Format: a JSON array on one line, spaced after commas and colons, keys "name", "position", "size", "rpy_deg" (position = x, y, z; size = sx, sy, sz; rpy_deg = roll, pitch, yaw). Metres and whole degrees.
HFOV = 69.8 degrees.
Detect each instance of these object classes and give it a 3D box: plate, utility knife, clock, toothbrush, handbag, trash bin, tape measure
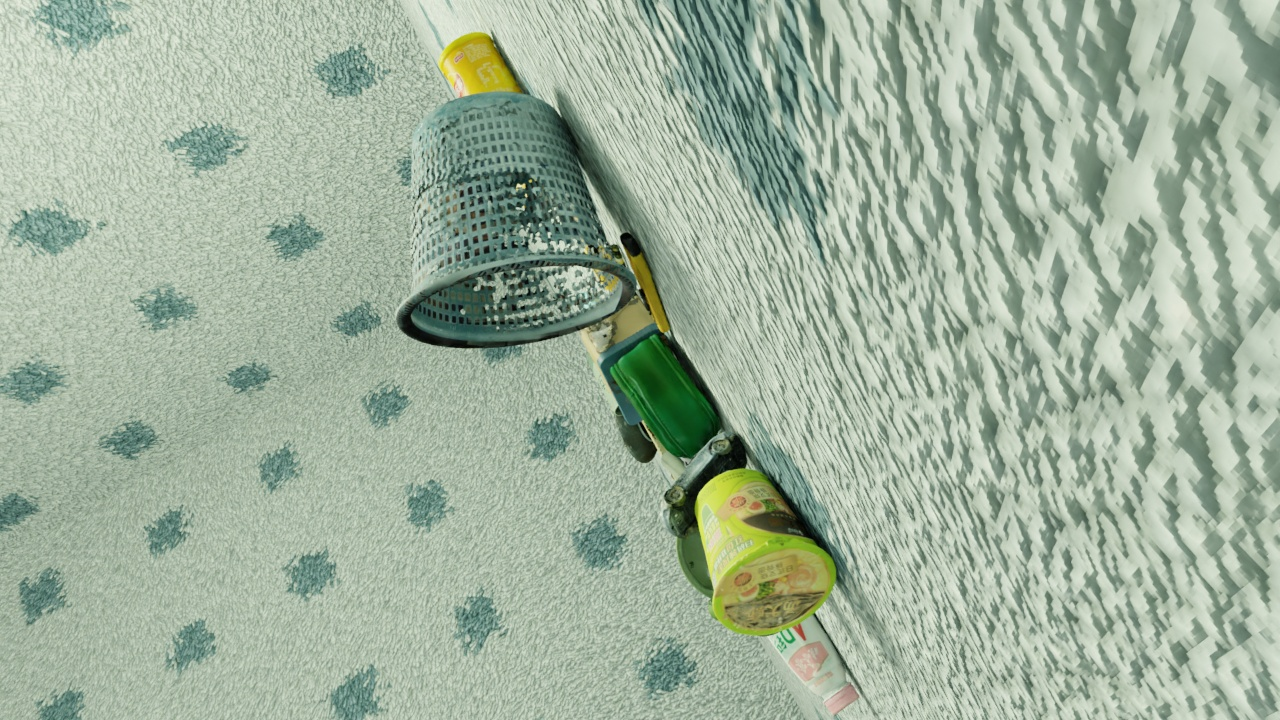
[{"name": "plate", "position": [0.002, 0.075, 1.464], "size": [0.179, 0.024, 0.179], "rpy_deg": [42, -139, -54]}, {"name": "utility knife", "position": [0.012, -0.059, 0.938], "size": [0.033, 0.015, 0.215], "rpy_deg": [59, 177, 36]}, {"name": "clock", "position": [0.106, 0.207, 0.953], "size": [0.161, 0.116, 0.056], "rpy_deg": [63, -172, 15]}, {"name": "toothbrush", "position": [-0.010, -0.072, 1.083], "size": [0.012, 0.017, 0.186], "rpy_deg": [23, 155, 28]}, {"name": "handbag", "position": [0.032, 0.046, 1.007], "size": [0.131, 0.068, 0.120], "rpy_deg": [54, 179, 32]}, {"name": "trash bin", "position": [-0.132, -0.138, 0.883], "size": [0.227, 0.226, 0.195], "rpy_deg": [78, -179, -76]}, {"name": "tape measure", "position": [-0.042, -0.115, 1.099], "size": [0.057, 0.029, 0.060], "rpy_deg": [56, 173, 39]}]

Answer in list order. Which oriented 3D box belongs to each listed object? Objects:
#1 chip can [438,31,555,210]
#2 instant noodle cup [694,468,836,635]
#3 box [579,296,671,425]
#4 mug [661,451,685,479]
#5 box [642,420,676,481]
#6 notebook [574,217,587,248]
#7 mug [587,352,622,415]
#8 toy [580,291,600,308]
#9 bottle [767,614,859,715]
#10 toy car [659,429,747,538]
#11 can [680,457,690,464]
[{"name": "chip can", "position": [-0.154, -0.277, 1.069], "size": [0.213, 0.072, 0.072], "rpy_deg": [59, 175, 10]}, {"name": "instant noodle cup", "position": [0.102, 0.165, 0.837], "size": [0.123, 0.112, 0.112], "rpy_deg": [-112, -3, -54]}, {"name": "box", "position": [-0.007, 0.006, 1.101], "size": [0.061, 0.090, 0.184], "rpy_deg": [56, 176, 34]}, {"name": "mug", "position": [0.080, 0.159, 1.052], "size": [0.124, 0.083, 0.103], "rpy_deg": [43, 178, -13]}, {"name": "box", "position": [0.044, 0.117, 1.289], "size": [0.168, 0.077, 0.091], "rpy_deg": [61, 176, -18]}, {"name": "notebook", "position": [-0.065, -0.149, 1.247], "size": [0.211, 0.012, 0.149], "rpy_deg": [61, 177, -9]}, {"name": "mug", "position": [-0.020, 0.009, 1.352], "size": [0.106, 0.082, 0.112], "rpy_deg": [63, 144, 20]}, {"name": "toy", "position": [-0.027, -0.029, 1.267], "size": [0.156, 0.049, 0.161], "rpy_deg": [51, 173, -14]}, {"name": "bottle", "position": [0.192, 0.339, 1.130], "size": [0.197, 0.068, 0.068], "rpy_deg": [55, 174, 23]}, {"name": "toy car", "position": [0.061, 0.121, 0.908], "size": [0.037, 0.120, 0.054], "rpy_deg": [18, 146, 42]}, {"name": "can", "position": [0.068, 0.110, 1.133], "size": [0.053, 0.053, 0.135], "rpy_deg": [56, 174, 42]}]
